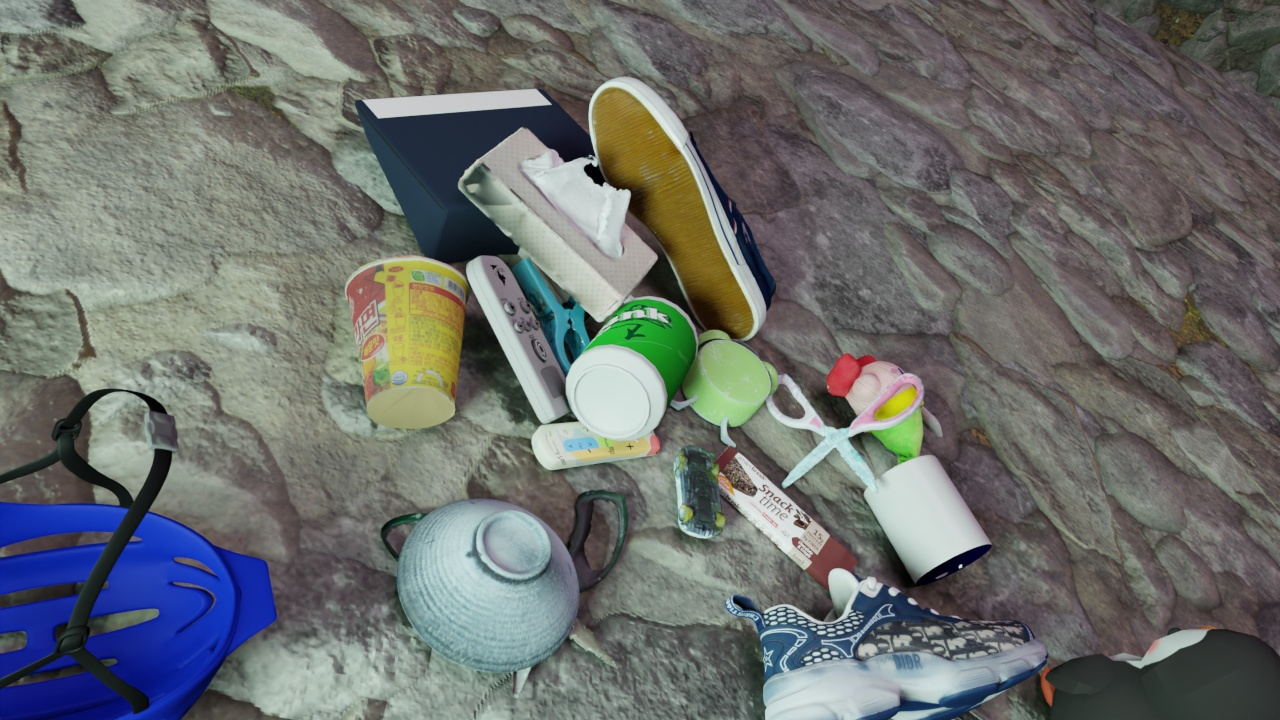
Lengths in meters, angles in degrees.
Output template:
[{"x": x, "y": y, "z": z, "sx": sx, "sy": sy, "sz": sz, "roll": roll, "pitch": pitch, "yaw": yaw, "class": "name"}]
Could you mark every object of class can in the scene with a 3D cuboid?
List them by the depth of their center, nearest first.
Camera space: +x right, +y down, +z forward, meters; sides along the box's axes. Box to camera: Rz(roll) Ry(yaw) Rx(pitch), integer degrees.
[{"x": -0.005, "y": 0.005, "z": 0.812, "sx": 0.088, "sy": 0.088, "sz": 0.139, "roll": 34, "pitch": 32, "yaw": 0, "class": "can"}]

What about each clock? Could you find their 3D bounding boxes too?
[{"x": 0.087, "y": 0.019, "z": 0.905, "sx": 0.094, "sy": 0.043, "sz": 0.119, "roll": 34, "pitch": 42, "yaw": -1, "class": "clock"}]

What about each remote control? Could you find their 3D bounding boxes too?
[{"x": -0.099, "y": -0.021, "z": 0.782, "sx": 0.151, "sy": 0.019, "sz": 0.074, "roll": 63, "pitch": 12, "yaw": 0, "class": "remote control"}, {"x": -0.036, "y": 0.071, "z": 0.801, "sx": 0.125, "sy": 0.018, "sz": 0.038, "roll": -4, "pitch": 54, "yaw": -36, "class": "remote control"}]

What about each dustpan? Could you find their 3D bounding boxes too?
[{"x": -0.125, "y": -0.158, "z": 0.928, "sx": 0.235, "sy": 0.080, "sz": 0.273, "roll": -19, "pitch": 58, "yaw": -41, "class": "dustpan"}]

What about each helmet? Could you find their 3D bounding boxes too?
[{"x": -0.302, "y": 0.112, "z": 0.444, "sx": 0.241, "sy": 0.228, "sz": 0.147, "roll": 0, "pitch": 43, "yaw": -33, "class": "helmet"}]

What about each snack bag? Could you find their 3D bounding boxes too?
[{"x": 0.129, "y": 0.144, "z": 0.839, "sx": 0.158, "sy": 0.013, "sz": 0.056, "roll": 42, "pitch": 42, "yaw": 9, "class": "snack bag"}]

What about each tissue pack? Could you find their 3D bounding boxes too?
[{"x": -0.066, "y": -0.134, "z": 0.844, "sx": 0.181, "sy": 0.071, "sz": 0.103, "roll": 43, "pitch": 44, "yaw": -5, "class": "tissue pack"}]

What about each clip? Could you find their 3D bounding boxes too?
[{"x": -0.077, "y": -0.035, "z": 0.841, "sx": 0.097, "sy": 0.026, "sz": 0.116, "roll": 3, "pitch": 67, "yaw": -37, "class": "clip"}]

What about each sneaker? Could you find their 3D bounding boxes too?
[{"x": 0.201, "y": 0.224, "z": 0.739, "sx": 0.269, "sy": 0.103, "sz": 0.132, "roll": -3, "pitch": 52, "yaw": -24, "class": "sneaker"}, {"x": 0.055, "y": -0.167, "z": 0.952, "sx": 0.294, "sy": 0.121, "sz": 0.127, "roll": 57, "pitch": 46, "yaw": -17, "class": "sneaker"}]

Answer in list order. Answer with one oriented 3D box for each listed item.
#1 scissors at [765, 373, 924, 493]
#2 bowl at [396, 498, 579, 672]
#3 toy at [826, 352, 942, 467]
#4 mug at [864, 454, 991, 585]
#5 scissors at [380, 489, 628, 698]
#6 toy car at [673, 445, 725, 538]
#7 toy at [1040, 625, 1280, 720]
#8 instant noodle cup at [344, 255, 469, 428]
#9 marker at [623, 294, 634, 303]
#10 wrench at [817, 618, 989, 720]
[{"x": 0.190, "y": 0.058, "z": 0.896, "sx": 0.170, "sy": 0.013, "sz": 0.177, "roll": -42, "pitch": 49, "yaw": -8, "class": "scissors"}, {"x": -0.097, "y": 0.142, "z": 0.646, "sx": 0.137, "sy": 0.057, "sz": 0.136, "roll": 17, "pitch": 43, "yaw": -17, "class": "bowl"}, {"x": 0.259, "y": 0.057, "z": 0.967, "sx": 0.131, "sy": 0.097, "sz": 0.124, "roll": 40, "pitch": 12, "yaw": 23, "class": "toy"}, {"x": 0.280, "y": 0.155, "z": 0.884, "sx": 0.111, "sy": 0.079, "sz": 0.096, "roll": 24, "pitch": 35, "yaw": -54, "class": "mug"}, {"x": -0.093, "y": 0.150, "z": 0.696, "sx": 0.205, "sy": 0.015, "sz": 0.201, "roll": 28, "pitch": 41, "yaw": -7, "class": "scissors"}, {"x": 0.049, "y": 0.116, "z": 0.804, "sx": 0.038, "sy": 0.027, "sz": 0.089, "roll": 13, "pitch": 48, "yaw": -18, "class": "toy car"}, {"x": 0.444, "y": 0.297, "z": 0.759, "sx": 0.159, "sy": 0.185, "sz": 0.139, "roll": 35, "pitch": 38, "yaw": -2, "class": "toy"}, {"x": -0.185, "y": -0.010, "z": 0.732, "sx": 0.100, "sy": 0.101, "sz": 0.112, "roll": 8, "pitch": 57, "yaw": -26, "class": "instant noodle cup"}, {"x": -0.037, "y": -0.077, "z": 0.905, "sx": 0.152, "sy": 0.011, "sz": 0.011, "roll": 34, "pitch": 39, "yaw": -29, "class": "marker"}, {"x": 0.264, "y": 0.297, "z": 0.786, "sx": 0.273, "sy": 0.010, "sz": 0.069, "roll": 36, "pitch": 43, "yaw": 2, "class": "wrench"}]
